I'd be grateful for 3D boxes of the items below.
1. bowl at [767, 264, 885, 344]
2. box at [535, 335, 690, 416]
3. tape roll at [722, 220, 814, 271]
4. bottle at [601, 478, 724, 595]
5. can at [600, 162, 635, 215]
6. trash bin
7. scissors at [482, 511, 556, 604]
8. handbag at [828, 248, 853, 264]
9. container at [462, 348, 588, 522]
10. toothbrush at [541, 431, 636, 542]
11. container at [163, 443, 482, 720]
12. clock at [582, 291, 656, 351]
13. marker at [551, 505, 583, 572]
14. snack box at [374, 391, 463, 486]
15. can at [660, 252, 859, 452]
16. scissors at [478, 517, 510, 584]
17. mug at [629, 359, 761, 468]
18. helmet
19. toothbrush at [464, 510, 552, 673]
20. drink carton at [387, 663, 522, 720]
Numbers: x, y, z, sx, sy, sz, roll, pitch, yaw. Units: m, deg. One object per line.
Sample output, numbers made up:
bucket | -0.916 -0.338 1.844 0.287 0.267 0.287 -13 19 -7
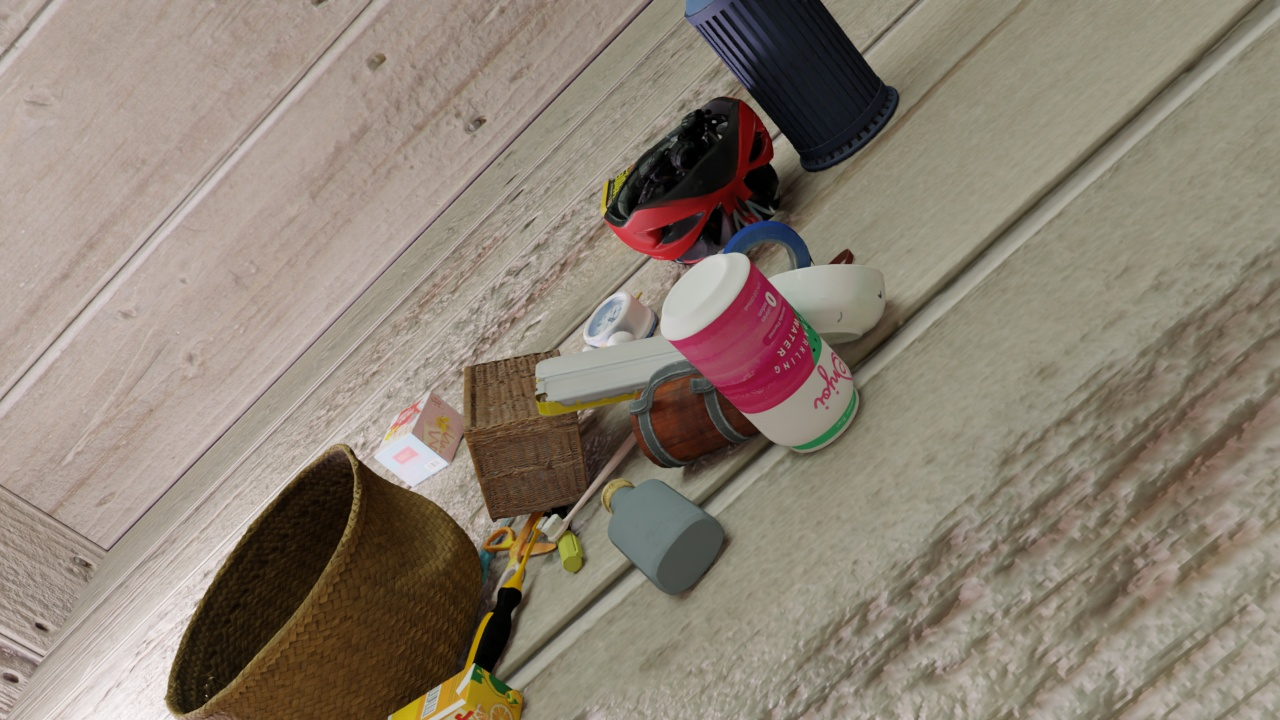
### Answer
bowl | 0.159 -0.044 0.789 0.105 0.104 0.054 -16 74 50
box | -0.006 0.006 0.942 0.209 0.023 0.127 -12 24 -1
tape roll | 0.125 -0.092 0.921 0.093 0.091 0.016 -37 25 10
bottle | 0.009 0.142 0.801 0.072 0.046 0.161 -50 23 -7
can | 0.001 -0.259 1.426 0.101 0.072 0.130 -34 26 21
trash bin | 0.171 -0.360 1.069 0.139 0.249 0.139 -37 25 20
scissors | -0.132 0.204 0.978 0.126 0.011 0.128 -15 42 43
handbag | 0.172 -0.066 0.887 0.119 0.029 0.055 -50 25 -21
container | -0.128 0.076 1.007 0.113 0.113 0.198 -11 22 -7
toothbrush | -0.038 0.112 0.940 0.180 0.018 0.016 -48 25 -24
container | -0.316 0.267 0.953 0.308 0.196 0.306 -37 28 23
clock | -0.031 -0.030 1.141 0.089 0.052 0.125 -22 36 42
marker | -0.076 0.173 0.931 0.021 0.017 0.124 -44 22 5
snack box | -0.326 0.117 1.368 0.093 0.079 0.094 -31 27 31
can | 0.096 -0.005 0.734 0.088 0.166 0.088 -37 25 20
scissors | -0.169 0.209 1.038 0.057 0.015 0.136 -15 43 54
mug | 0.047 0.039 0.819 0.111 0.117 0.081 -23 50 37
helmet | 0.064 -0.214 1.125 0.217 0.167 0.272 -47 23 0
toothbrush | -0.129 0.232 0.905 0.031 0.031 0.196 -19 38 42
drink carton | -0.163 0.316 0.797 0.123 0.058 0.041 -37 25 22
